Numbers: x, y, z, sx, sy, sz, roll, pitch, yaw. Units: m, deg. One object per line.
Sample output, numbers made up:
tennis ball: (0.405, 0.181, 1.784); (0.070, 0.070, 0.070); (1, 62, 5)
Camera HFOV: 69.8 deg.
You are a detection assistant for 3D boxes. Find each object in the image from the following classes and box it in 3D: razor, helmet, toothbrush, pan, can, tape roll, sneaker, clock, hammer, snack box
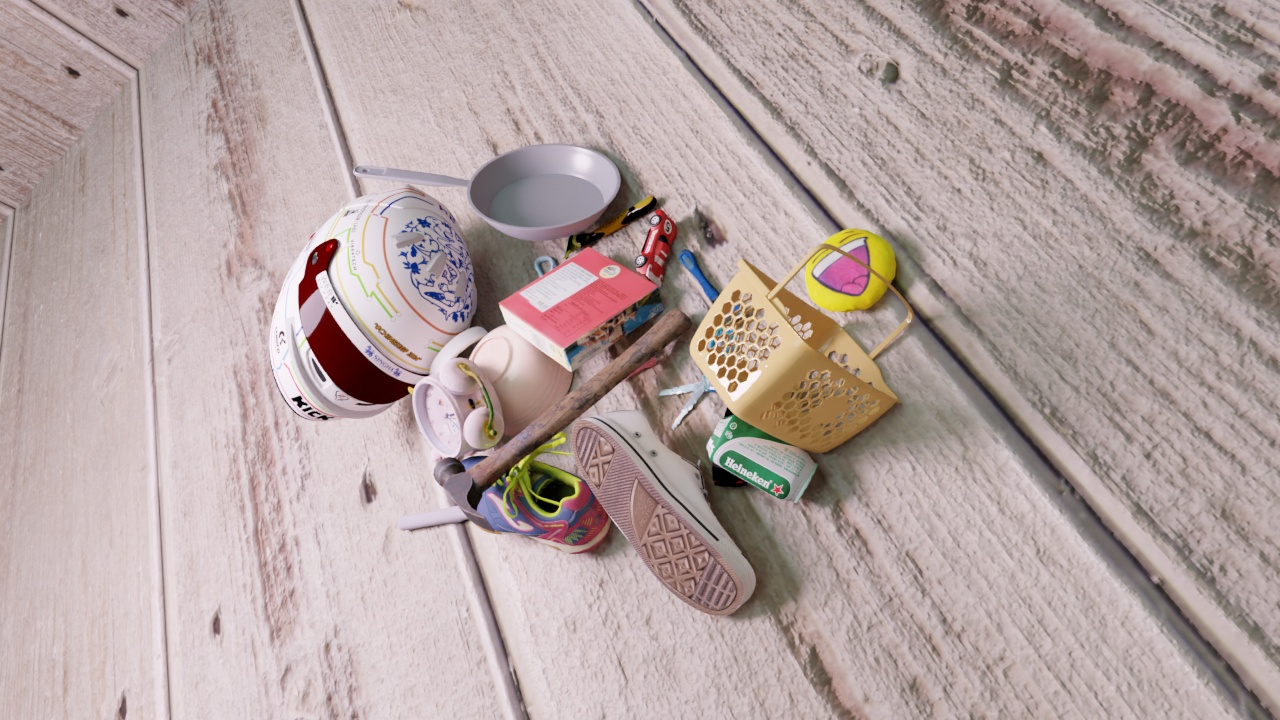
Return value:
razor: (0.078, -0.085, 1.056); (0.044, 0.018, 0.140); (-36, 46, 8)
helmet: (-0.336, -0.081, 1.217); (0.237, 0.231, 0.313); (-21, 45, 25)
toothbrush: (-0.230, 0.191, 1.142); (0.188, 0.018, 0.019); (-15, 64, 31)
pan: (-0.204, -0.228, 1.215); (0.357, 0.051, 0.200); (3, 44, 7)
can: (0.116, 0.094, 0.885); (0.101, 0.053, 0.053); (29, 85, 10)
tape roll: (-0.233, -0.004, 1.198); (0.019, 0.094, 0.094); (44, 97, 13)
sneaker: (0.037, 0.143, 0.932); (0.245, 0.097, 0.091); (45, 132, 27)
clock: (-0.212, 0.057, 1.093); (0.158, 0.058, 0.117); (-21, 93, 51)
hammer: (-0.070, 0.054, 1.006); (0.329, 0.033, 0.120); (-39, 40, -13)
razor: (-0.039, -0.176, 1.190); (0.144, 0.021, 0.044); (-26, 35, 25)
snack box: (-0.072, -0.066, 1.103); (0.144, 0.040, 0.143); (-35, 43, -22)
sneaker: (-0.137, 0.138, 1.044); (0.242, 0.091, 0.116); (12, 50, 38)

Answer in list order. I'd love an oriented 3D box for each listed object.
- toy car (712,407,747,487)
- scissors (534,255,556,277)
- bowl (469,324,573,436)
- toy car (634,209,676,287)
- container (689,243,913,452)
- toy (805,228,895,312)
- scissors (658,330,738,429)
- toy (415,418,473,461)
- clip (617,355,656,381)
toy car: (0.097, 0.084, 0.940); (0.042, 0.036, 0.091); (-4, 65, 35)
scissors: (-0.127, -0.091, 1.219); (0.126, 0.013, 0.130); (-30, 55, 23)
bowl: (-0.165, 0.013, 1.148); (0.153, 0.076, 0.152); (-17, 58, 30)
toy car: (0.021, -0.136, 1.111); (0.025, 0.038, 0.089); (9, 73, 36)
container: (0.163, -0.015, 0.845); (0.167, 0.183, 0.129); (-47, 47, 16)
toy: (0.215, -0.092, 0.942); (0.096, 0.041, 0.094); (-34, 55, 15)
scissors: (0.077, 0.030, 0.999); (0.129, 0.014, 0.119); (-51, 48, 5)
toy: (-0.251, 0.086, 1.202); (0.096, 0.041, 0.108); (-32, 57, 18)
clip: (-0.008, 0.000, 1.076); (0.060, 0.023, 0.045); (-43, 48, 15)
